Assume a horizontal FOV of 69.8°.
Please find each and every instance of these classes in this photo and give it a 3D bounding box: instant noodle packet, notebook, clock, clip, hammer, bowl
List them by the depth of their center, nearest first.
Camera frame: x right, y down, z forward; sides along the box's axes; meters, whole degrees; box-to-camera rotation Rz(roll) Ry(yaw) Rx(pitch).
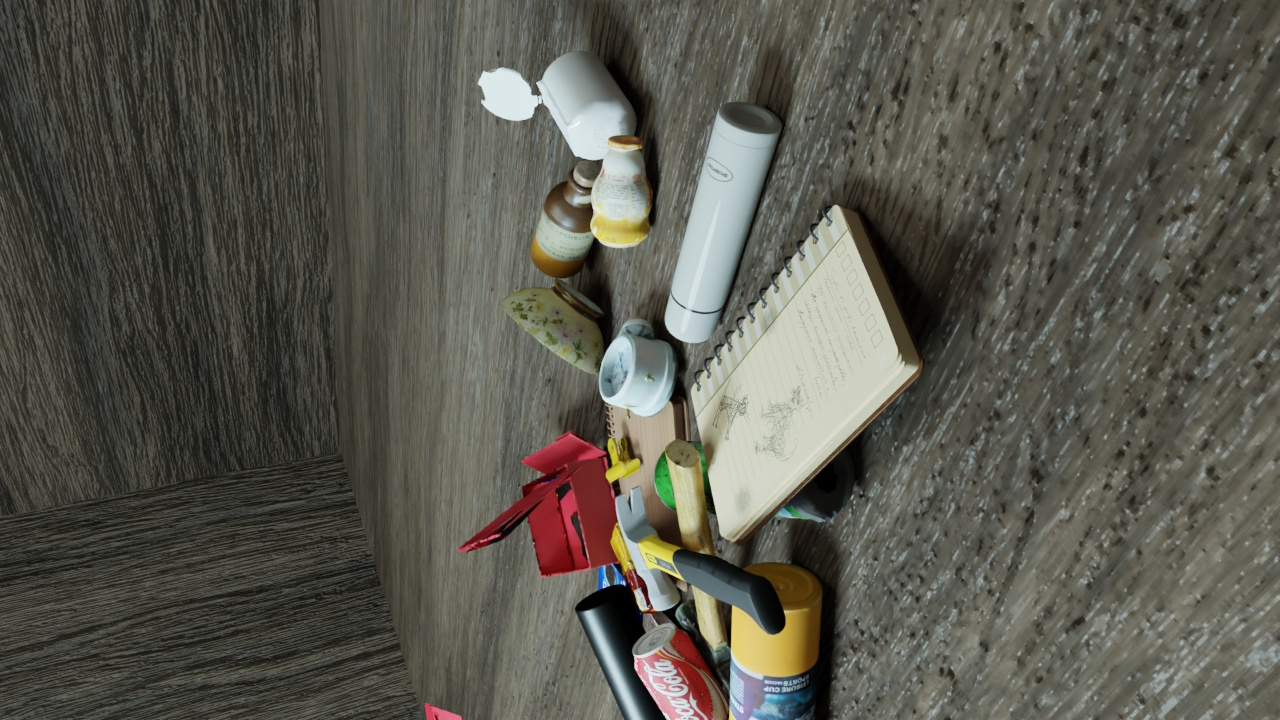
[{"bbox_3d":[0.108,0.011,0.686,0.226,0.024,0.167,-55,32,40],"label":"notebook"},{"bbox_3d":[0.040,0.171,0.757,0.127,0.029,0.324,66,164,-2],"label":"hammer"},{"bbox_3d":[0.058,0.195,0.840,0.132,0.033,0.331,52,161,45],"label":"hammer"},{"bbox_3d":[-0.006,0.006,0.965,0.083,0.057,0.117,-59,31,28],"label":"clock"},{"bbox_3d":[0.000,0.223,0.989,0.136,0.039,0.098,101,145,-71],"label":"instant noodle packet"},{"bbox_3d":[0.009,0.134,1.035,0.169,0.022,0.210,15,113,62],"label":"notebook"},{"bbox_3d":[-0.020,0.111,1.042,0.054,0.044,0.049,-43,27,60],"label":"clip"},{"bbox_3d":[-0.090,-0.052,1.089,0.063,0.145,0.145,-53,39,7],"label":"bowl"}]

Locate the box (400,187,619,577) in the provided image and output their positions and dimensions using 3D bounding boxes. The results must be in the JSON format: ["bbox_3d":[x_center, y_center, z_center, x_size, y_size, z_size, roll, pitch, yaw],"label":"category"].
[{"bbox_3d":[-0.194,0.052,1.162,0.510,0.140,0.216,61,153,2],"label":"box"}]

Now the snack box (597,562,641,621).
[{"bbox_3d":[-0.027,0.317,1.171,0.082,0.027,0.150,37,131,55],"label":"snack box"}]

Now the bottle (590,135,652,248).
[{"bbox_3d":[-0.019,-0.172,0.933,0.063,0.063,0.109,45,140,50],"label":"bottle"}]

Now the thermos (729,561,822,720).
[{"bbox_3d":[0.109,0.298,0.810,0.076,0.091,0.233,-112,20,-70],"label":"thermos"}]

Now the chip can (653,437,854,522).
[{"bbox_3d":[0.092,0.100,0.795,0.224,0.075,0.075,-14,86,64],"label":"chip can"}]

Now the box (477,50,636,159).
[{"bbox_3d":[-0.090,-0.266,0.964,0.083,0.143,0.137,68,177,-56],"label":"box"}]

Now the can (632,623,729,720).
[{"bbox_3d":[0.040,0.325,0.932,0.105,0.064,0.064,58,155,-7],"label":"can"}]

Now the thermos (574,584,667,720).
[{"bbox_3d":[0.002,0.366,1.016,0.061,0.061,0.231,-18,96,64],"label":"thermos"}]

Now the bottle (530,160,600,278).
[{"bbox_3d":[-0.079,-0.166,1.055,0.067,0.067,0.157,67,152,25],"label":"bottle"}]

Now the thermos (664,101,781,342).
[{"bbox_3d":[0.066,-0.110,0.795,0.052,0.052,0.225,58,147,39],"label":"thermos"}]

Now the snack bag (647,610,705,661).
[{"bbox_3d":[0.039,0.309,1.032,0.158,0.013,0.057,30,152,59],"label":"snack bag"}]

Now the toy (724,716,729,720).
[{"bbox_3d":[0.083,0.409,0.955,0.135,0.045,0.091,129,125,-65],"label":"toy"}]
